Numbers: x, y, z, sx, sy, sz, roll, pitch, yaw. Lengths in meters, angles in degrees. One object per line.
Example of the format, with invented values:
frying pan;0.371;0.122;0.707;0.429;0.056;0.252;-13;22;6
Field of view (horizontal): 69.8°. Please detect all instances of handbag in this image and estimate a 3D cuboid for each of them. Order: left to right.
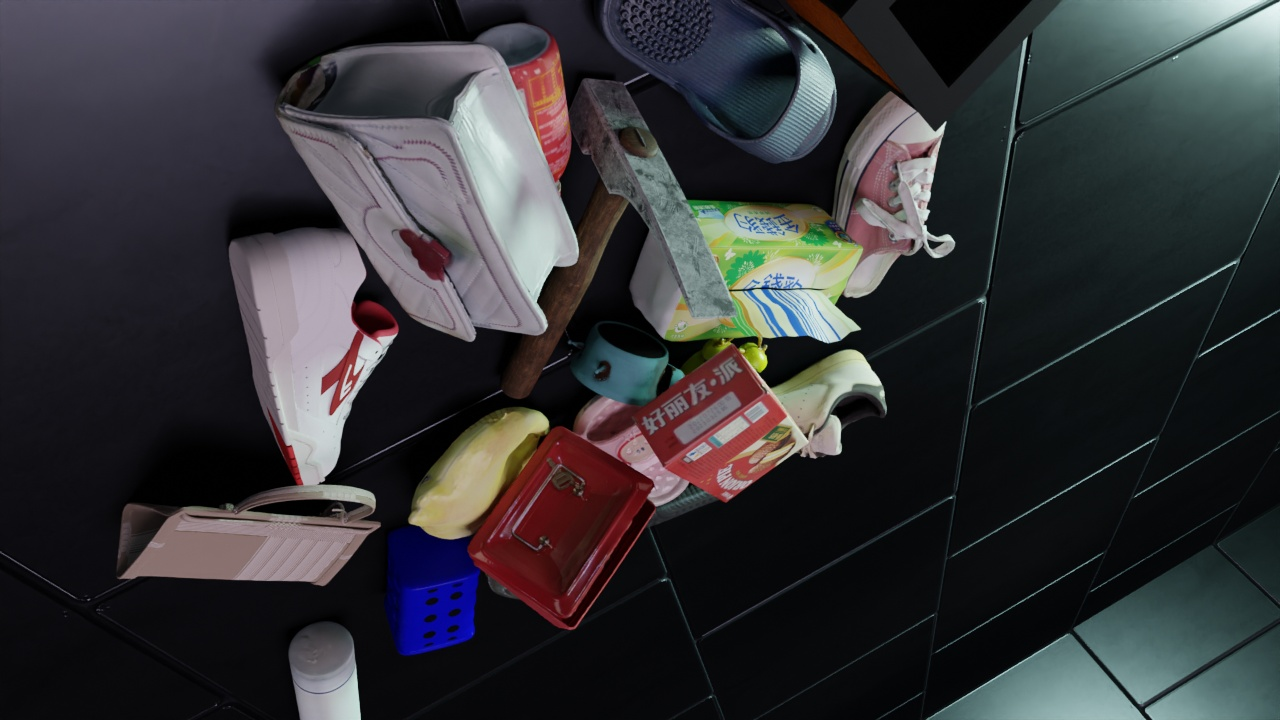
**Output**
handbag;-0.294;0.133;0.746;0.198;0.062;0.175;-25;152;38
handbag;-0.139;-0.105;0.615;0.142;0.096;0.199;5;146;20

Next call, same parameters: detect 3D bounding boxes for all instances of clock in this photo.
clock;-0.005;0.005;0.857;0.124;0.090;0.053;6;118;-38
clock;0.087;0.018;0.957;0.083;0.057;0.119;6;129;-40

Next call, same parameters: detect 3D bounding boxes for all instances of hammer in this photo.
hammer;-0.044;-0.034;0.722;0.037;0.217;0.302;-5;146;-32
hammer;-0.032;0.200;1.090;0.318;0.032;0.130;-18;138;-20

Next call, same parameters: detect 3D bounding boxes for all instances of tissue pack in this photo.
tissue pack;0.110;-0.063;0.820;0.197;0.141;0.120;-9;136;-27

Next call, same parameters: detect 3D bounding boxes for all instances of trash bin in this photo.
trash bin;0.165;-0.280;0.605;0.140;0.171;0.139;-47;140;16

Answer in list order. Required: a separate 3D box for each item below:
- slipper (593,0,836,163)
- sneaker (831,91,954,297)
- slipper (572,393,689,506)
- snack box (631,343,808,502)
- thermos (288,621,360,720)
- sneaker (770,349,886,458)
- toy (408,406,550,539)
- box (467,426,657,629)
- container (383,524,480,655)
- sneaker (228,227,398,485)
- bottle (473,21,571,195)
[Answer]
slipper;0.080;-0.215;0.689;0.263;0.082;0.101;19;116;-45
sneaker;0.240;-0.145;0.868;0.118;0.087;0.242;-15;139;-23
slipper;-0.002;0.096;0.977;0.107;0.055;0.222;-30;139;-2
snack box;0.086;0.069;0.891;0.113;0.060;0.236;-37;156;6
thermos;-0.350;0.382;1.031;0.067;0.068;0.231;-12;136;-26
sneaker;0.174;0.078;1.046;0.241;0.102;0.089;-26;141;-8
toy;-0.158;0.112;0.881;0.154;0.064;0.171;-21;148;-47
box;-0.076;0.166;0.904;0.157;0.137;0.127;-53;165;-17
container;-0.217;0.233;0.952;0.085;0.084;0.114;-9;135;-26
sneaker;-0.236;0.001;0.702;0.104;0.090;0.237;-19;137;-28
bottle;-0.080;-0.162;0.649;0.062;0.062;0.138;-22;141;-15
